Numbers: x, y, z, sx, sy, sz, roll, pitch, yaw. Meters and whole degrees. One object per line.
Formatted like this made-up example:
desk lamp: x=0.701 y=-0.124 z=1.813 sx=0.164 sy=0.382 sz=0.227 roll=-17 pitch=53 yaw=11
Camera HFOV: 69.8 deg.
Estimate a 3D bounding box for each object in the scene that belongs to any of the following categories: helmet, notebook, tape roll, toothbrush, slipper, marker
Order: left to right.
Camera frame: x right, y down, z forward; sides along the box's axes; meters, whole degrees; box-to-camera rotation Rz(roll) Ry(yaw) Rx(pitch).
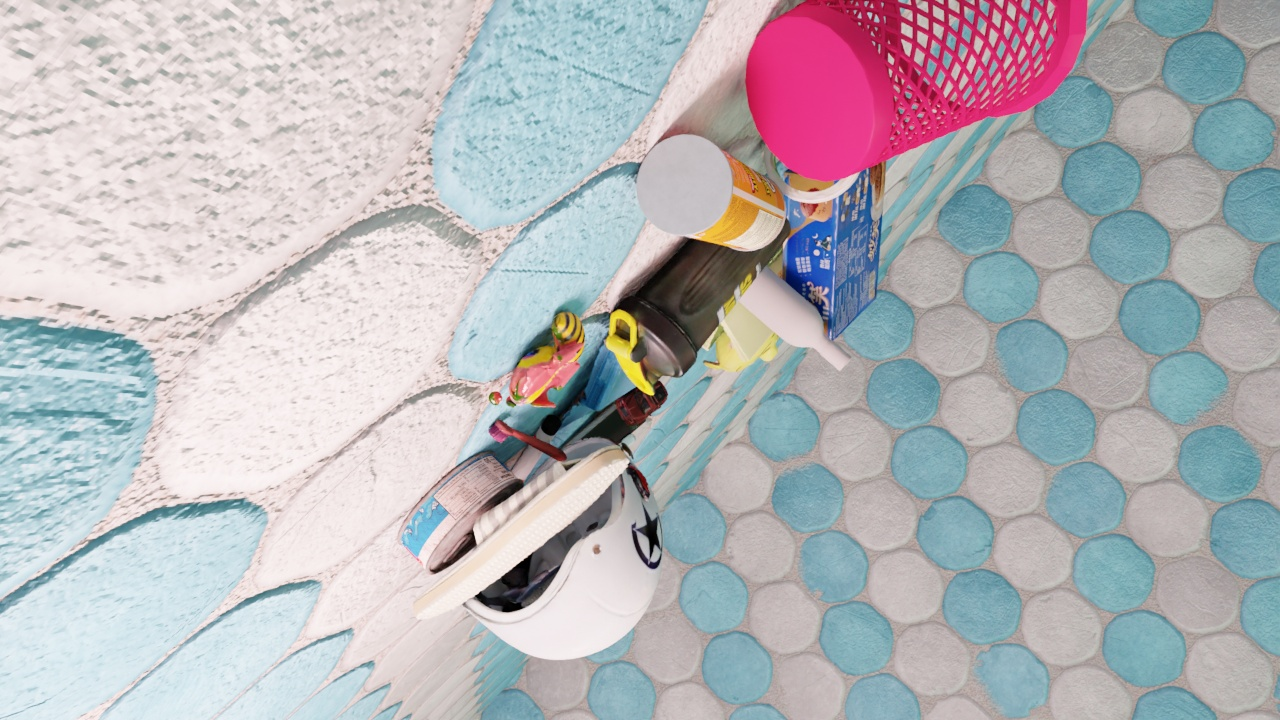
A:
slipper: x=-0.127 y=0.169 z=0.920 sx=0.273 sy=0.054 sz=0.114 roll=-41 pitch=168 yaw=11
marker: x=-0.130 y=0.117 z=1.038 sx=0.019 sy=0.019 sz=0.146 roll=-29 pitch=158 yaw=-56
toothbrush: x=-0.114 y=0.087 z=0.952 sx=0.016 sy=0.016 sz=0.190 roll=-42 pitch=160 yaw=1
helmet: x=-0.067 y=0.223 z=1.053 sx=0.237 sy=0.163 sz=0.263 roll=-31 pitch=-155 yaw=22
toothbrush: x=-0.073 y=0.155 z=1.307 sx=0.180 sy=0.016 sz=0.017 roll=-33 pitch=173 yaw=-35
notebook: x=-0.051 y=0.105 z=1.265 sx=0.141 sy=0.008 sz=0.209 roll=-40 pitch=167 yaw=-8
tape roll: x=0.166 y=-0.198 z=0.880 sx=0.094 sy=0.094 sz=0.018 roll=-50 pitch=167 yaw=14

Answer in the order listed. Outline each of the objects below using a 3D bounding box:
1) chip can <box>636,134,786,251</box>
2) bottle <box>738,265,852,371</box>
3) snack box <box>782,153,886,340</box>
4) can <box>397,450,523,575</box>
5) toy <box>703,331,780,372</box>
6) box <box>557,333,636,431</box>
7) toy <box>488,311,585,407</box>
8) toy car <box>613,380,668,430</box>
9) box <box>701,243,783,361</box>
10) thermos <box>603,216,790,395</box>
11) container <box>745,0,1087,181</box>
chip can: x=0.067 y=-0.136 z=0.780 sx=0.075 sy=0.075 sz=0.214 roll=-51 pitch=167 yaw=15
bottle: x=0.164 y=-0.060 z=1.064 sx=0.052 sy=0.195 sz=0.052 roll=-45 pitch=168 yaw=-13
snack box: x=0.234 y=-0.146 z=1.107 sx=0.154 sy=0.069 sz=0.203 roll=-37 pitch=132 yaw=-46
can: x=-0.179 y=0.153 z=0.923 sx=0.129 sy=0.044 sz=0.130 roll=-45 pitch=168 yaw=-13
toy: x=0.180 y=-0.048 z=1.433 sx=0.213 sy=0.084 sz=0.149 roll=-25 pitch=154 yaw=-56
box: x=-0.004 y=0.009 z=1.077 sx=0.230 sy=0.047 sz=0.177 roll=-32 pitch=162 yaw=-53
toy: x=-0.082 y=0.006 z=0.802 sx=0.103 sy=0.046 sz=0.084 roll=-53 pitch=154 yaw=3
toy car: x=0.002 y=0.052 z=1.135 sx=0.036 sy=0.042 sz=0.091 roll=-30 pitch=-178 yaw=38
box: x=0.144 y=-0.086 z=1.147 sx=0.187 sy=0.091 sz=0.077 roll=-46 pitch=143 yaw=-32
thermos: x=0.056 y=-0.074 z=0.920 sx=0.220 sy=0.098 sz=0.098 roll=-48 pitch=168 yaw=-13
container: x=0.207 y=-0.245 z=0.730 sx=0.225 sy=0.183 sz=0.184 roll=-32 pitch=162 yaw=-27
